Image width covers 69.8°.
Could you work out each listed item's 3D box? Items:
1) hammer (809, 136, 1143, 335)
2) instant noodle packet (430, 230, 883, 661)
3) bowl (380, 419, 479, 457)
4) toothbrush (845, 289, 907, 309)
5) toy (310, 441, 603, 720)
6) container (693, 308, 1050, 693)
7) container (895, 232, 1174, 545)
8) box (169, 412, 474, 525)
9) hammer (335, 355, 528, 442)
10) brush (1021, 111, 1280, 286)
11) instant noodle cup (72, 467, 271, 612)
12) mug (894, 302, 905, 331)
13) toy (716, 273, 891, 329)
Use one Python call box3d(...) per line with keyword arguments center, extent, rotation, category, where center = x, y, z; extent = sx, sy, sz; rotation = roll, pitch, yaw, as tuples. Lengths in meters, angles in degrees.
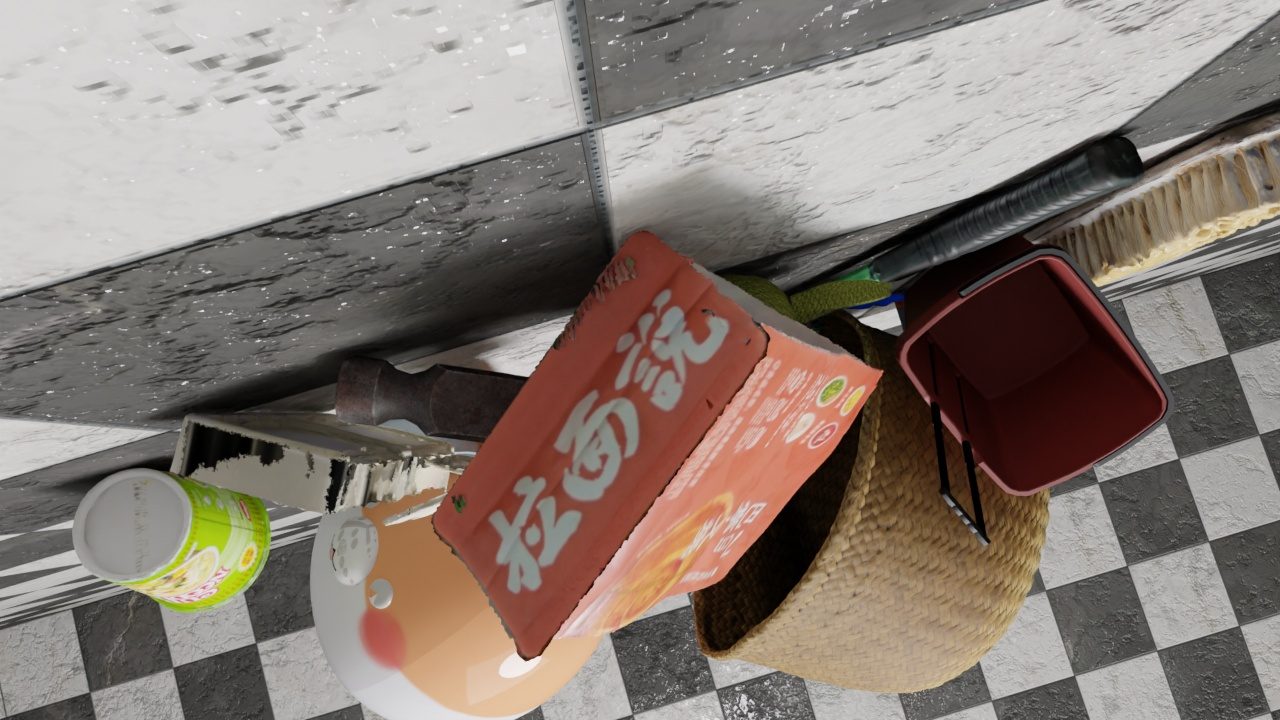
box3d(center=(0.155, -0.057, 0.575), extent=(0.130, 0.032, 0.320), rotation=(-12, 171, -33), category="hammer")
box3d(center=(0.037, 0.053, 0.444), extent=(0.164, 0.084, 0.220), rotation=(-55, 146, 12), category="instant noodle packet")
box3d(center=(-0.172, 0.060, 0.668), extent=(0.106, 0.039, 0.106), rotation=(-11, 168, -3), category="bowl")
box3d(center=(0.199, -0.051, 0.778), extent=(0.018, 0.016, 0.182), rotation=(-15, 176, 34), category="toothbrush")
box3d(center=(-0.146, 0.177, 0.798), extent=(0.282, 0.262, 0.265), rotation=(-32, 146, 33), category="toy")
box3d(center=(0.187, 0.119, 0.770), extent=(0.196, 0.306, 0.308), rotation=(18, 165, -12), category="container")
box3d(center=(0.236, 0.011, 0.563), extent=(0.127, 0.148, 0.200), rotation=(-37, -166, 22), category="container")
box3d(center=(-0.129, 0.054, 0.495), extent=(0.184, 0.050, 0.143), rotation=(11, 180, 11), category="box")
box3d(center=(-0.084, 0.032, 0.579), extent=(0.138, 0.035, 0.314), rotation=(8, 176, -4), category="hammer")
box3d(center=(0.332, -0.090, 0.609), extent=(0.083, 0.056, 0.272), rotation=(-14, 173, -14), category="brush")
box3d(center=(-0.312, 0.115, 0.607), extent=(0.099, 0.099, 0.108), rotation=(-16, 166, -7), category="instant noodle cup")
box3d(center=(0.310, -0.023, 0.903), extent=(0.084, 0.104, 0.123), rotation=(-21, 172, 32), category="mug")
box3d(center=(0.044, -0.002, 0.536), extent=(0.179, 0.078, 0.153), rotation=(-13, 172, -8), category="toy")
